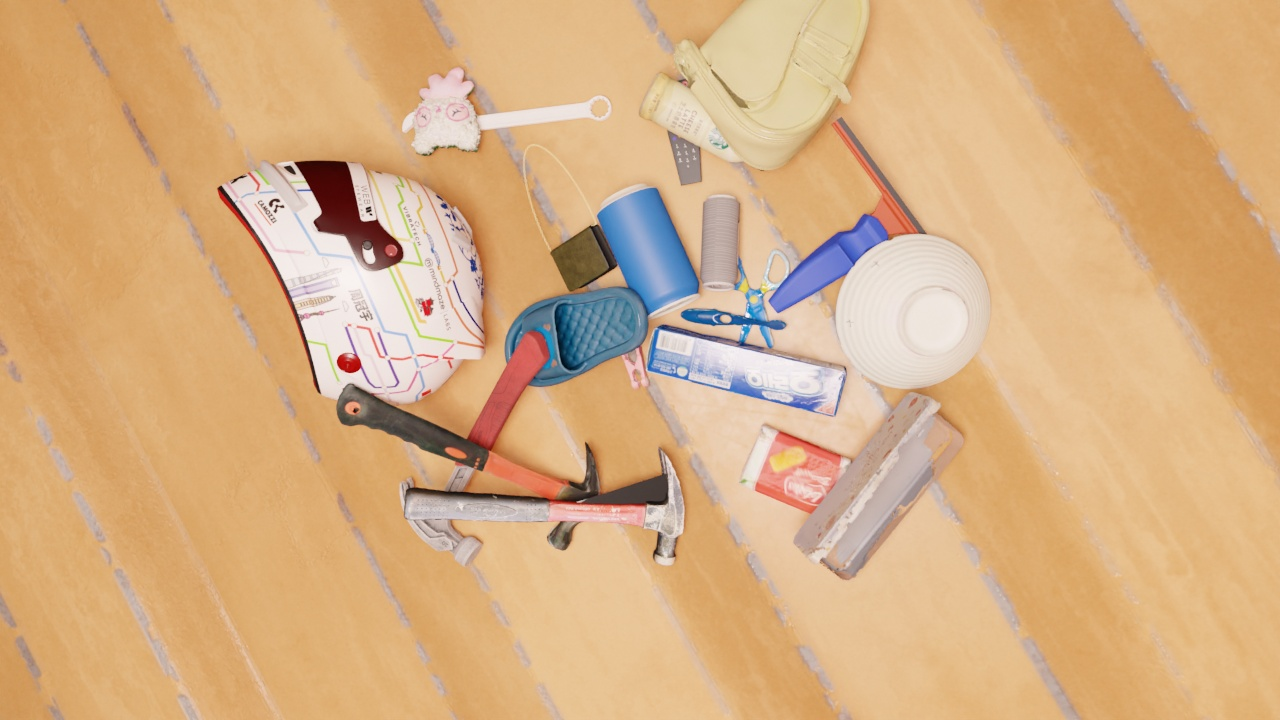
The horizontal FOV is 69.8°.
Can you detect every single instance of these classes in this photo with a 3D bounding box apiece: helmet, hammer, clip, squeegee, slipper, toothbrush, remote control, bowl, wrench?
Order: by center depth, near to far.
[{"bbox_3d":[0.308,-0.047,1.001,0.177,0.071,0.177,-1,102,-3],"label":"bowl"},{"bbox_3d":[0.225,-0.118,1.048,0.185,0.055,0.249,-38,101,9],"label":"squeegee"},{"bbox_3d":[-0.194,0.110,1.062,0.333,0.033,0.133,26,102,-25],"label":"hammer"},{"bbox_3d":[-0.307,-0.104,1.065,0.235,0.231,0.314,-26,101,-17],"label":"helmet"},{"bbox_3d":[-0.106,0.165,1.066,0.326,0.036,0.140,5,100,-14],"label":"hammer"},{"bbox_3d":[0.109,-0.048,1.086,0.132,0.016,0.021,8,99,24],"label":"toothbrush"},{"bbox_3d":[-0.085,-0.032,1.090,0.214,0.059,0.104,-19,86,33],"label":"slipper"},{"bbox_3d":[0.052,-0.273,1.101,0.039,0.010,0.124,-9,90,12],"label":"remote control"},{"bbox_3d":[-0.001,0.005,1.116,0.037,0.022,0.058,-14,94,9],"label":"clip"},{"bbox_3d":[-0.196,0.097,1.118,0.126,0.036,0.316,34,111,11],"label":"hammer"},{"bbox_3d":[-0.169,-0.301,1.146,0.274,0.009,0.047,-4,91,12],"label":"wrench"}]

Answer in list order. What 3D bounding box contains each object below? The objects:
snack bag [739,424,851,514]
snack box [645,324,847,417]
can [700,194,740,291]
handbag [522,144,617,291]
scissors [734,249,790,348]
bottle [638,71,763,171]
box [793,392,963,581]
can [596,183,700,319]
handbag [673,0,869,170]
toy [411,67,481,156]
[{"bbox_3d":[0.181,0.130,1.074,0.116,0.036,0.077,22,95,10],"label":"snack bag"},{"bbox_3d":[0.122,0.010,1.067,0.226,0.059,0.059,13,99,10],"label":"snack box"},{"bbox_3d":[0.093,-0.137,1.072,0.044,0.044,0.106,1,82,11],"label":"can"},{"bbox_3d":[-0.094,-0.178,1.110,0.084,0.027,0.178,-26,90,38],"label":"handbag"},{"bbox_3d":[0.145,-0.074,1.089,0.105,0.019,0.132,-19,88,17],"label":"scissors"},{"bbox_3d":[0.080,-0.273,1.064,0.162,0.056,0.056,27,97,-3],"label":"bottle"},{"bbox_3d":[0.267,0.144,1.005,0.105,0.096,0.216,38,91,-17],"label":"box"},{"bbox_3d":[0.010,-0.128,1.079,0.079,0.079,0.146,-24,87,11],"label":"can"},{"bbox_3d":[0.158,-0.343,1.009,0.191,0.088,0.232,41,81,2],"label":"handbag"},{"bbox_3d":[-0.243,-0.310,1.136,0.096,0.041,0.109,-2,85,13],"label":"toy"}]
